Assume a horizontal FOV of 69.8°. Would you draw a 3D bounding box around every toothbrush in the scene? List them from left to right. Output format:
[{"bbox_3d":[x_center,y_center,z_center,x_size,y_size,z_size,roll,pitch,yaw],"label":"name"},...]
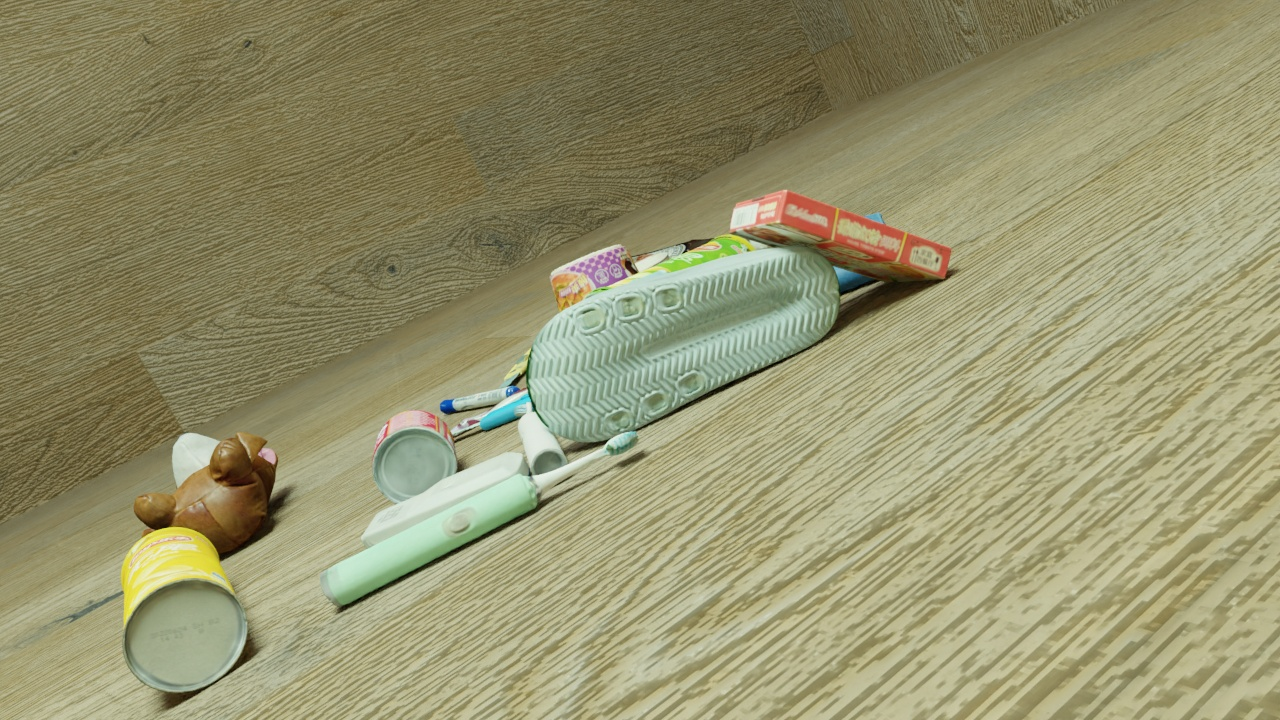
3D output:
[{"bbox_3d":[-0.174,0.060,0.930,0.187,0.017,0.016,-28,13,-10],"label":"toothbrush"},{"bbox_3d":[-0.101,0.099,0.601,0.224,0.026,0.027,-26,-9,-7],"label":"toothbrush"},{"bbox_3d":[-0.084,0.058,0.736,0.026,0.027,0.221,-9,10,-10],"label":"toothbrush"}]

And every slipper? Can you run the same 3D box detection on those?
[{"bbox_3d":[0.029,-0.023,0.689,0.245,0.104,0.074,-21,18,-2],"label":"slipper"}]

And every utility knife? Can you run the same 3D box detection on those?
[{"bbox_3d":[-0.116,0.045,0.884,0.207,0.018,0.034,-23,13,14],"label":"utility knife"},{"bbox_3d":[-0.142,0.006,1.119,0.031,0.020,0.194,-28,15,14],"label":"utility knife"}]

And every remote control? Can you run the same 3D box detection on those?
[{"bbox_3d":[-0.142,0.102,0.675,0.125,0.024,0.049,-25,12,5],"label":"remote control"}]

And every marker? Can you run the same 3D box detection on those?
[{"bbox_3d":[-0.178,0.044,1.010,0.146,0.017,0.016,-12,18,47],"label":"marker"}]

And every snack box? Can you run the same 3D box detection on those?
[{"bbox_3d":[0.151,-0.091,0.695,0.152,0.025,0.075,14,-3,-22],"label":"snack box"}]

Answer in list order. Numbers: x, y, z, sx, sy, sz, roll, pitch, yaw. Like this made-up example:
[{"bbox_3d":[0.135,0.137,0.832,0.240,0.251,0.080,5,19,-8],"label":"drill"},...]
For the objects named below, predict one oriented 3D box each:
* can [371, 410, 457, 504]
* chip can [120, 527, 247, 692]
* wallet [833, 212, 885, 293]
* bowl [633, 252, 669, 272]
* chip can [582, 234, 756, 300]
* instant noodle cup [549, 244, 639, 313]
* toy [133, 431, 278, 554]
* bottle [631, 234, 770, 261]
[{"bbox_3d":[-0.187,0.078,0.761,0.066,0.066,0.094,-27,13,-9],"label":"can"},{"bbox_3d":[-0.325,0.168,0.646,0.071,0.072,0.214,-31,14,-26],"label":"chip can"},{"bbox_3d":[0.162,-0.082,0.825,0.133,0.040,0.106,-21,21,17],"label":"wallet"},{"bbox_3d":[-0.008,-0.077,1.081,0.113,0.062,0.113,-24,14,6],"label":"bowl"},{"bbox_3d":[0.031,-0.058,0.846,0.073,0.072,0.220,-14,9,40],"label":"chip can"},{"bbox_3d":[-0.036,-0.059,0.934,0.111,0.099,0.111,-21,3,1],"label":"instant noodle cup"},{"bbox_3d":[-0.436,0.130,0.935,0.140,0.130,0.200,-33,4,-11],"label":"toy"},{"bbox_3d":[0.065,-0.127,1.153,0.195,0.044,0.079,-14,24,14],"label":"bottle"}]
